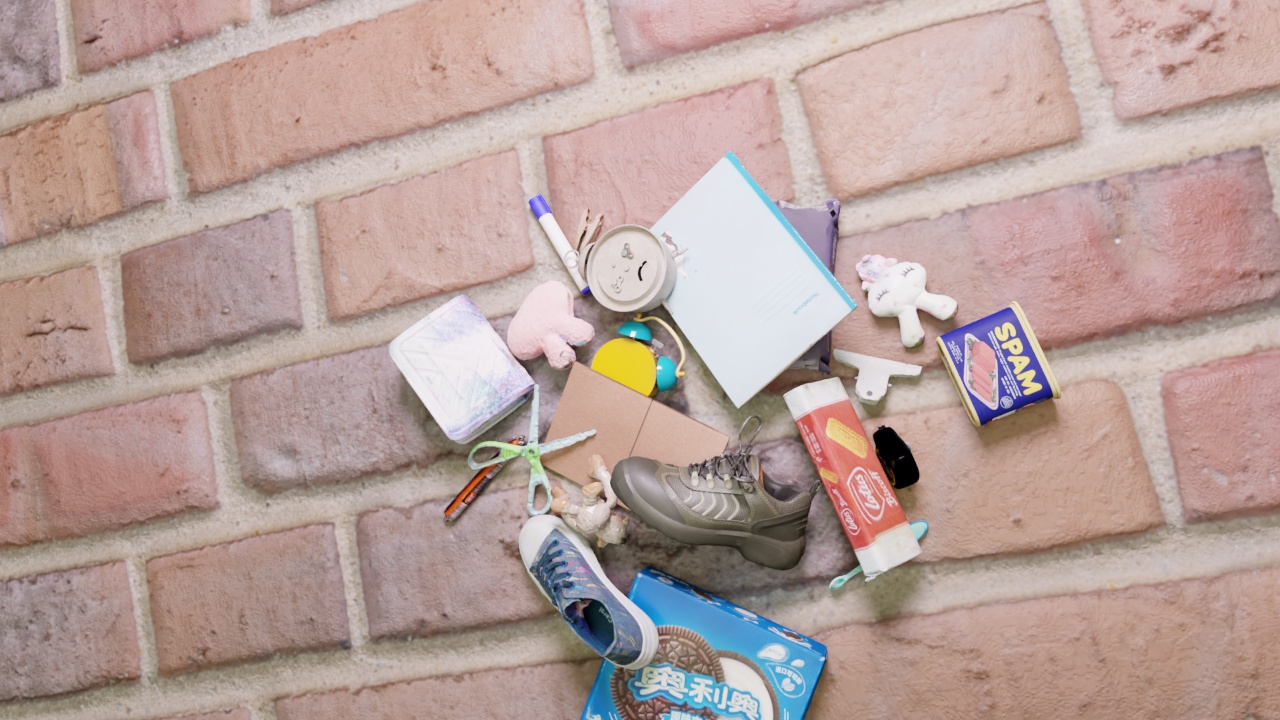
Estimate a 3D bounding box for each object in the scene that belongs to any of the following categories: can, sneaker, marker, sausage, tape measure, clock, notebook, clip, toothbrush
[{"bbox_3d":[0.395,0.006,1.020,0.092,0.056,0.116,-24,81,12],"label":"can"},{"bbox_3d":[0.094,0.134,1.025,0.238,0.101,0.143,20,107,-6],"label":"sneaker"},{"bbox_3d":[-0.100,-0.147,1.165,0.020,0.020,0.141,-33,80,9],"label":"marker"},{"bbox_3d":[-0.201,0.150,1.168,0.020,0.020,0.155,44,96,12],"label":"sausage"},{"bbox_3d":[0.291,0.113,1.034,0.034,0.061,0.061,-21,124,-1],"label":"tape measure"},{"bbox_3d":[-0.024,-0.112,1.115,0.157,0.061,0.103,14,91,26],"label":"clock"},{"bbox_3d":[-0.012,0.108,1.113,0.209,0.008,0.141,26,107,14],"label":"notebook"},{"bbox_3d":[0.269,0.021,1.059,0.102,0.045,0.055,12,76,15],"label":"clip"},{"bbox_3d":[-0.007,0.007,1.122,0.130,0.043,0.099,-40,78,15],"label":"clock"},{"bbox_3d":[0.110,-0.098,1.071,0.181,0.009,0.253,-43,64,19],"label":"notebook"},{"bbox_3d":[0.273,0.224,1.053,0.135,0.017,0.022,-37,75,9],"label":"toothbrush"},{"bbox_3d":[-0.069,-0.165,1.157,0.059,0.026,0.052,-34,78,8],"label":"clip"},{"bbox_3d":[-0.080,0.269,1.069,0.235,0.079,0.087,41,103,35],"label":"sneaker"}]

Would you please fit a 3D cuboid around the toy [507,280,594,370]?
[{"bbox_3d":[-0.111,-0.039,1.138,0.105,0.053,0.108,39,90,23],"label":"toy"}]

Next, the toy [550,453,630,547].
[{"bbox_3d":[-0.049,0.179,1.106,0.085,0.074,0.106,-41,101,3],"label":"toy"}]

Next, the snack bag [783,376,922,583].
[{"bbox_3d":[0.237,0.128,1.030,0.041,0.077,0.225,-41,68,48],"label":"snack bag"}]

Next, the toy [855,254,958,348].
[{"bbox_3d":[0.300,-0.076,1.057,0.122,0.038,0.079,46,104,15],"label":"toy"}]

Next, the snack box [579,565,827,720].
[{"bbox_3d":[0.073,0.379,1.069,0.239,0.056,0.195,21,91,15],"label":"snack box"}]

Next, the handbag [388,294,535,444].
[{"bbox_3d":[-0.224,0.012,1.163,0.126,0.069,0.158,-36,79,-6],"label":"handbag"}]

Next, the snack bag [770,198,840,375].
[{"bbox_3d":[0.181,-0.089,1.075,0.096,0.058,0.205,2,87,14],"label":"snack bag"}]

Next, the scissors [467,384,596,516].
[{"bbox_3d":[-0.131,0.116,1.137,0.171,0.023,0.172,-15,95,14],"label":"scissors"}]
